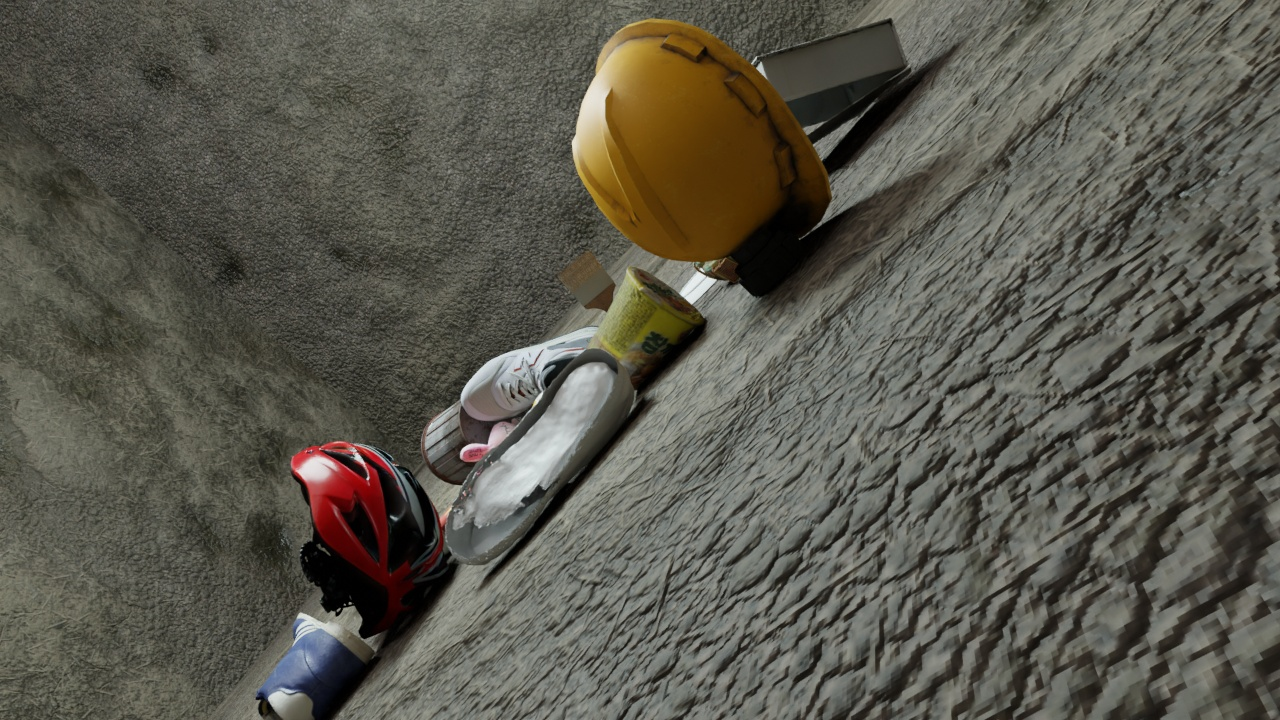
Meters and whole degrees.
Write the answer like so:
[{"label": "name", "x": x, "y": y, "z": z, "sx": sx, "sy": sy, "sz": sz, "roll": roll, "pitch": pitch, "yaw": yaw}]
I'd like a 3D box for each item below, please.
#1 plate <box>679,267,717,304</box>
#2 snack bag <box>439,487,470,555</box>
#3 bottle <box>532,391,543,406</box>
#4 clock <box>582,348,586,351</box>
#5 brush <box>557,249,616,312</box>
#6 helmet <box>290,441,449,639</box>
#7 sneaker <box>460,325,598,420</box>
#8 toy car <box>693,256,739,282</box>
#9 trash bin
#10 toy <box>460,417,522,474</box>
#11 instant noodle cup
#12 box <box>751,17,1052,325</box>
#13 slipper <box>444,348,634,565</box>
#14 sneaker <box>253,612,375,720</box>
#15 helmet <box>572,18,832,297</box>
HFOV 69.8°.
[{"label": "plate", "x": 0.082, "y": -0.108, "z": 1.169, "sx": 0.135, "sy": 0.011, "sz": 0.134, "roll": -46, "pitch": 8, "yaw": 8}, {"label": "snack bag", "x": -0.208, "y": 0.171, "z": 1.240, "sx": 0.225, "sy": 0.041, "sz": 0.077, "roll": -50, "pitch": 6, "yaw": -12}, {"label": "bottle", "x": -0.093, "y": 0.064, "z": 1.070, "sx": 0.063, "sy": 0.063, "sz": 0.108, "roll": -48, "pitch": 7, "yaw": -4}, {"label": "clock", "x": -0.052, "y": 0.004, "z": 1.179, "sx": 0.090, "sy": 0.053, "sz": 0.124, "roll": -40, "pitch": 11, "yaw": 39}, {"label": "brush", "x": -0.030, "y": -0.052, "z": 1.011, "sx": 0.045, "sy": 0.143, "sz": 0.008, "roll": -38, "pitch": 10, "yaw": 4}, {"label": "helmet", "x": -0.338, "y": 0.203, "z": 1.116, "sx": 0.166, "sy": 0.218, "sz": 0.272, "roll": -26, "pitch": 35, "yaw": -24}, {"label": "sneaker", "x": -0.141, "y": 0.026, "z": 1.284, "sx": 0.239, "sy": 0.089, "sz": 0.124, "roll": -26, "pitch": 17, "yaw": -3}, {"label": "toy car", "x": 0.100, "y": -0.114, "z": 0.988, "sx": 0.112, "sy": 0.047, "sz": 0.047, "roll": -47, "pitch": 29, "yaw": 44}, {"label": "trash bin", "x": -0.259, "y": 0.117, "z": 1.447, "sx": 0.130, "sy": 0.131, "sz": 0.212, "roll": -52, "pitch": 11, "yaw": -32}, {"label": "toy", "x": -0.200, "y": 0.126, "z": 1.310, "sx": 0.109, "sy": 0.063, "sz": 0.047, "roll": -37, "pitch": 3, "yaw": -24}, {"label": "instant noodle cup", "x": -0.002, "y": -0.029, "z": 0.968, "sx": 0.108, "sy": 0.102, "sz": 0.102, "roll": -54, "pitch": 6, "yaw": 15}, {"label": "box", "x": 0.279, "y": -0.188, "z": 1.069, "sx": 0.171, "sy": 0.404, "sz": 0.169, "roll": -33, "pitch": 1, "yaw": -8}, {"label": "slipper", "x": -0.098, "y": 0.098, "z": 0.903, "sx": 0.246, "sy": 0.074, "sz": 0.112, "roll": -50, "pitch": 39, "yaw": -6}, {"label": "sneaker", "x": -0.396, "y": 0.376, "z": 1.085, "sx": 0.234, "sy": 0.091, "sz": 0.118, "roll": -19, "pitch": 30, "yaw": 56}, {"label": "helmet", "x": 0.032, "y": -0.163, "z": 0.822, "sx": 0.131, "sy": 0.255, "sz": 0.206, "roll": -52, "pitch": 9, "yaw": -29}]
